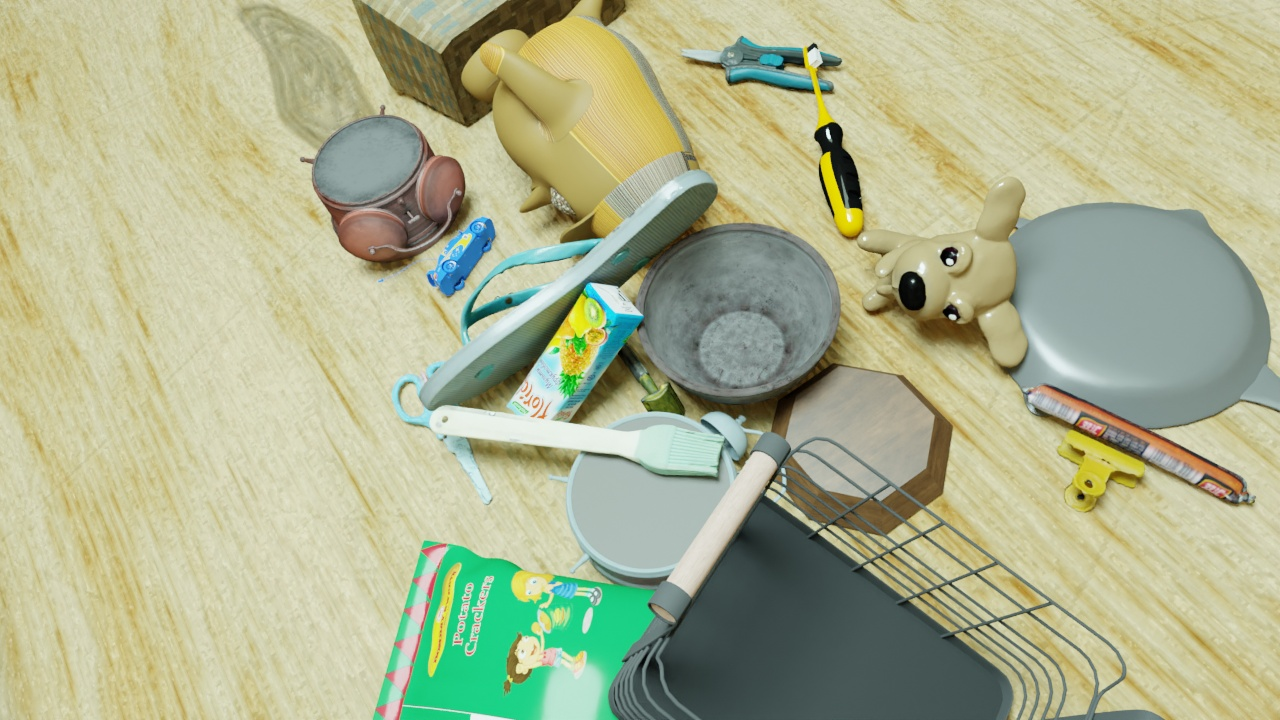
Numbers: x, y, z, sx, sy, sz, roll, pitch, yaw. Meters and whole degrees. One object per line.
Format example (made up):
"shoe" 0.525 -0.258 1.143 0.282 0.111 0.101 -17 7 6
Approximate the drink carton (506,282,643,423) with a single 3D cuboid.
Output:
"drink carton" -0.050 0.004 0.669 0.044 0.038 0.129 50 118 28

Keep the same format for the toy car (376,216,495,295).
"toy car" -0.173 -0.091 0.780 0.062 0.033 0.091 25 69 15

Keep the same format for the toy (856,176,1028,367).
"toy" 0.215 -0.065 0.661 0.105 0.134 0.108 -19 22 -24

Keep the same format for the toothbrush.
"toothbrush" 0.158 -0.189 0.771 0.031 0.031 0.196 -33 55 43

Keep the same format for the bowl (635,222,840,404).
"bowl" 0.073 -0.024 0.680 0.145 0.067 0.144 -5 61 8

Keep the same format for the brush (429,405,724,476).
"brush" -0.050 0.053 0.642 0.218 0.012 0.033 6 63 16

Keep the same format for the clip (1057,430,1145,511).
"clip" 0.299 0.072 0.603 0.053 0.039 0.047 29 63 22

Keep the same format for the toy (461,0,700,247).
"toy" -0.036 -0.171 0.746 0.163 0.198 0.203 -41 79 19

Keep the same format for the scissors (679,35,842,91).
"scissors" 0.112 -0.275 0.836 0.137 0.019 0.129 -28 66 1

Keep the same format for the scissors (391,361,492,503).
"scissors" -0.143 0.056 0.712 0.063 0.015 0.138 -31 67 -12

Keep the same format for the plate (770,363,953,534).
"plate" 0.153 0.054 0.645 0.131 0.025 0.131 -5 61 8

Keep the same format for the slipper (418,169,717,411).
"slipper" -0.060 -0.058 0.681 0.269 0.098 0.054 -37 75 9

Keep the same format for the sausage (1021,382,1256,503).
"sausage" 0.330 0.053 0.611 0.155 0.020 0.020 28 70 18

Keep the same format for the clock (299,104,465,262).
"clock" -0.216 -0.145 0.797 0.120 0.072 0.157 -37 61 -10

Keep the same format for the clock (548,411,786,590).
"clock" 0.022 0.093 0.638 0.159 0.045 0.122 -18 60 2

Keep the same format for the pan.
"pan" 0.393 -0.008 0.636 0.354 0.024 0.216 37 74 25

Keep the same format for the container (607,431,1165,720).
"container" 0.116 0.169 0.481 0.241 0.130 0.162 37 62 5

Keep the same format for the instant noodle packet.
"instant noodle packet" -0.037 0.221 0.551 0.253 0.090 0.195 7 63 8

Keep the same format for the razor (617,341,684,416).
"razor" -0.004 0.004 0.702 0.026 0.042 0.106 -36 51 -1

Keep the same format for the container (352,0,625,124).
"container" -0.153 -0.367 0.865 0.249 0.158 0.186 -40 73 -12
